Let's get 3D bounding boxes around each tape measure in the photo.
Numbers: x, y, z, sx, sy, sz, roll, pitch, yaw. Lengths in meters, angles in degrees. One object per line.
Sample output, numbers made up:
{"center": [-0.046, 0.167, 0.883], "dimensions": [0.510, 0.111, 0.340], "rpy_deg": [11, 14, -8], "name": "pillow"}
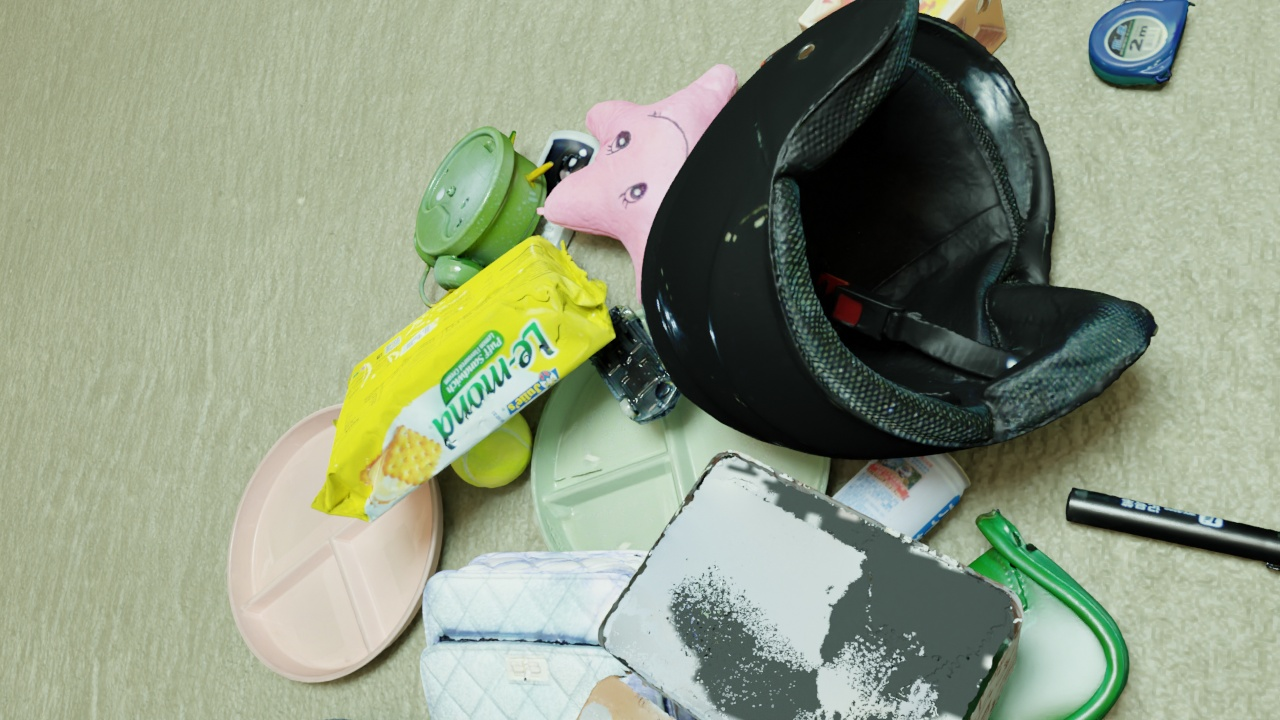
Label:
{"center": [0.317, -0.203, 0.587], "dimensions": [0.054, 0.025, 0.058], "rpy_deg": [16, 77, 33], "name": "tape measure"}

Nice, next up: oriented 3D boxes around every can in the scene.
{"center": [0.133, 0.104, 0.554], "dimensions": [0.134, 0.053, 0.053], "rpy_deg": [-43, 59, -2], "name": "can"}

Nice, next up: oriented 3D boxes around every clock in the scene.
{"center": [-0.140, -0.116, 0.763], "dimensions": [0.161, 0.056, 0.116], "rpy_deg": [-54, 38, 10], "name": "clock"}

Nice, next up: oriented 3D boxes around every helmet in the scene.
{"center": [0.130, -0.069, 0.526], "dimensions": [0.231, 0.233, 0.273], "rpy_deg": [-22, 24, 49], "name": "helmet"}

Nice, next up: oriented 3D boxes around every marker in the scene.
{"center": [0.303, 0.094, 0.499], "dimensions": [0.132, 0.020, 0.022], "rpy_deg": [11, 95, 29], "name": "marker"}

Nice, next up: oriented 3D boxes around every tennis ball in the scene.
{"center": [-0.115, 0.064, 0.701], "dimensions": [0.066, 0.065, 0.065], "rpy_deg": [-9, 69, 25], "name": "tennis ball"}

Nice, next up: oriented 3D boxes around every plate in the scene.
{"center": [0.025, 0.068, 0.649], "dimensions": [0.231, 0.027, 0.230], "rpy_deg": [-9, 71, 25], "name": "plate"}
{"center": [-0.255, 0.149, 0.769], "dimensions": [0.230, 0.028, 0.229], "rpy_deg": [-9, 70, 26], "name": "plate"}

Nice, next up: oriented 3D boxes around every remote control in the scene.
{"center": [-0.079, -0.123, 0.771], "dimensions": [0.058, 0.021, 0.150], "rpy_deg": [20, 84, 31], "name": "remote control"}

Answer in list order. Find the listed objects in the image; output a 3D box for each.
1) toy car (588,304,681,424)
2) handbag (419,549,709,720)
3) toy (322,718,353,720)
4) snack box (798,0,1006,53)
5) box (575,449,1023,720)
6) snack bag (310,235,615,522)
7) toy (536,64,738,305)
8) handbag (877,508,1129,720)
{"center": [-0.004, 0.004, 0.649], "dimensions": [0.049, 0.031, 0.105], "rpy_deg": [-45, 48, 9], "name": "toy car"}
{"center": [-0.057, 0.197, 0.605], "dimensions": [0.194, 0.075, 0.134], "rpy_deg": [-9, 92, 30], "name": "handbag"}
{"center": [-0.229, 0.332, 0.659], "dimensions": [0.357, 0.091, 0.137], "rpy_deg": [-28, 74, 19], "name": "toy"}
{"center": [0.182, -0.231, 0.636], "dimensions": [0.094, 0.077, 0.093], "rpy_deg": [-48, 59, 6], "name": "snack box"}
{"center": [0.050, 0.198, 0.451], "dimensions": [0.178, 0.088, 0.261], "rpy_deg": [26, 72, 32], "name": "box"}
{"center": [-0.133, 0.002, 0.672], "dimensions": [0.246, 0.068, 0.158], "rpy_deg": [-37, 23, 3], "name": "snack bag"}
{"center": [0.007, -0.127, 0.694], "dimensions": [0.179, 0.074, 0.194], "rpy_deg": [-16, 66, 13], "name": "toy"}
{"center": [0.189, 0.162, 0.507], "dimensions": [0.131, 0.068, 0.120], "rpy_deg": [-43, 59, 9], "name": "handbag"}
